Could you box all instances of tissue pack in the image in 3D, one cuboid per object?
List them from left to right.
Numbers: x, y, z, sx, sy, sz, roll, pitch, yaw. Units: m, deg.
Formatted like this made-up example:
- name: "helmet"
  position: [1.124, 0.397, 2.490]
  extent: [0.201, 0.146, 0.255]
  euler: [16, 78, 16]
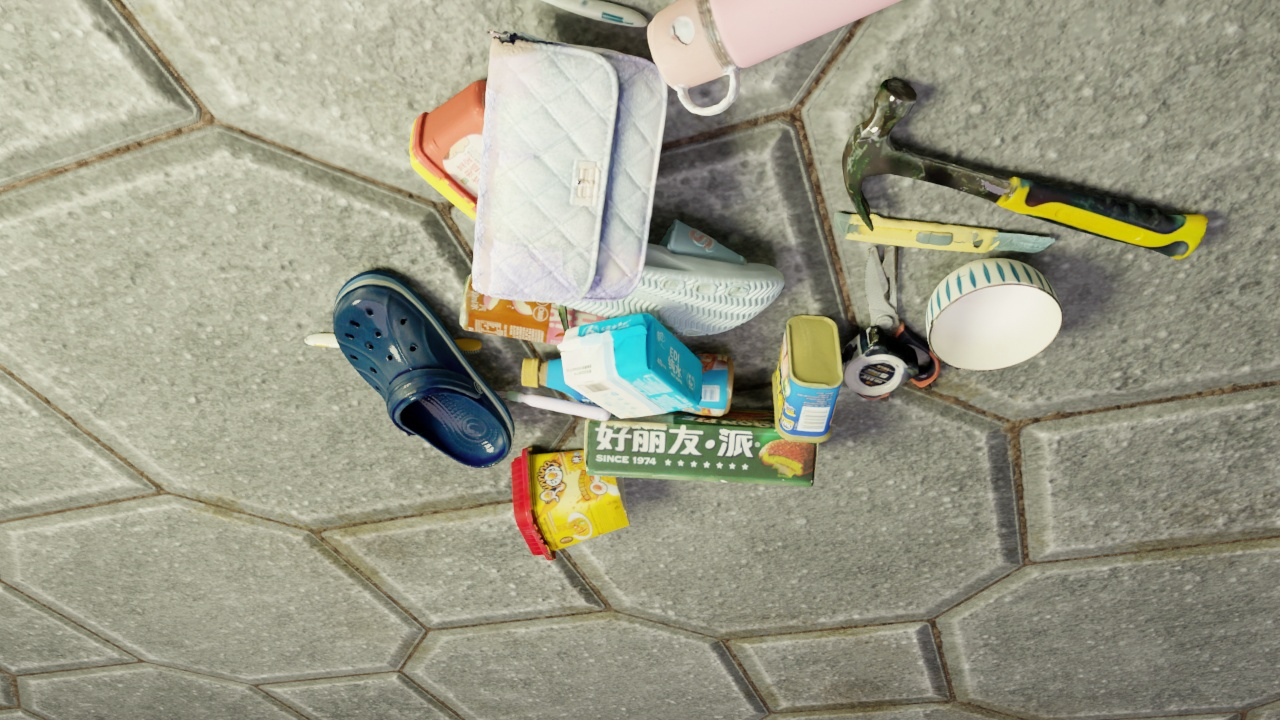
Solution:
- name: "tissue pack"
  position: [-0.005, 0.005, 0.853]
  extent: [0.090, 0.063, 0.140]
  euler: [-11, 155, 25]

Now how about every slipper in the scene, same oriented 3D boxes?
- name: "slipper"
  position: [-0.227, 0.027, 0.940]
  extent: [0.105, 0.095, 0.253]
  euler: [-28, 119, 15]
- name: "slipper"
  position: [0.009, -0.082, 0.832]
  extent: [0.245, 0.074, 0.104]
  euler: [10, 148, -17]

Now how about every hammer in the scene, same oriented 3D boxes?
- name: "hammer"
  position: [0.323, -0.137, 0.775]
  extent: [0.323, 0.031, 0.126]
  euler: [13, 138, -10]

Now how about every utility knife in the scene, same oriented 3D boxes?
- name: "utility knife"
  position: [0.270, -0.113, 0.823]
  extent: [0.198, 0.021, 0.031]
  euler: [2, 138, -3]

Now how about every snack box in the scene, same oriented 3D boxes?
- name: "snack box"
  position: [-0.130, -0.170, 0.744]
  extent: [0.080, 0.081, 0.091]
  euler: [-32, 129, 22]
- name: "snack box"
  position: [0.063, 0.087, 0.989]
  extent: [0.240, 0.114, 0.063]
  euler: [3, 97, 2]

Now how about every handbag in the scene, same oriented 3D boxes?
- name: "handbag"
  position: [-0.055, -0.142, 0.697]
  extent: [0.134, 0.075, 0.194]
  euler: [1, 108, -18]

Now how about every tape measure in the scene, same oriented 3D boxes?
- name: "tape measure"
  position: [0.235, 0.003, 0.919]
  extent: [0.065, 0.033, 0.066]
  euler: [30, 132, -22]

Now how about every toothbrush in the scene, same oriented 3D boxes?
- name: "toothbrush"
  position: [-0.263, -0.017, 0.979]
  extent: [0.191, 0.016, 0.018]
  euler: [2, 148, 2]
- name: "toothbrush"
  position: [-0.088, -0.269, 0.673]
  extent: [0.191, 0.016, 0.018]
  euler: [12, 148, -8]
- name: "toothbrush"
  position: [-0.104, 0.047, 0.975]
  extent: [0.189, 0.021, 0.029]
  euler: [6, 158, 40]
- name: "toothbrush"
  position: [-0.075, -0.069, 0.849]
  extent: [0.017, 0.012, 0.186]
  euler: [-16, 112, -2]

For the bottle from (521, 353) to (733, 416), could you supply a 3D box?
- name: "bottle"
  position: [-0.014, 0.020, 0.961]
  extent: [0.219, 0.065, 0.065]
  euler: [4, 139, 2]

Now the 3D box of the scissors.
- name: "scissors"
  position: [0.257, -0.032, 0.914]
  extent: [0.197, 0.015, 0.206]
  euler: [21, 137, -16]

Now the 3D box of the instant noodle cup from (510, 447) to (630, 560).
- name: "instant noodle cup"
  position: [-0.082, 0.164, 1.107]
  extent: [0.124, 0.116, 0.116]
  euler: [-12, 137, 2]

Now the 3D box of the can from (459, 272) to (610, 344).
- name: "can"
  position: [-0.099, -0.047, 0.896]
  extent: [0.147, 0.057, 0.058]
  euler: [9, 139, -5]

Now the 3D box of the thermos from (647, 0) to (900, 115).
- name: "thermos"
  position: [0.105, -0.242, 0.637]
  extent: [0.199, 0.087, 0.067]
  euler: [-19, 179, 22]

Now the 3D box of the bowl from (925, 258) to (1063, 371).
- name: "bowl"
  position: [0.321, -0.051, 0.847]
  extent: [0.116, 0.066, 0.117]
  euler: [2, 139, 1]

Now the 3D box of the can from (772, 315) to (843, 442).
- name: "can"
  position: [0.166, 0.017, 0.914]
  extent: [0.057, 0.101, 0.083]
  euler: [3, 136, 1]
